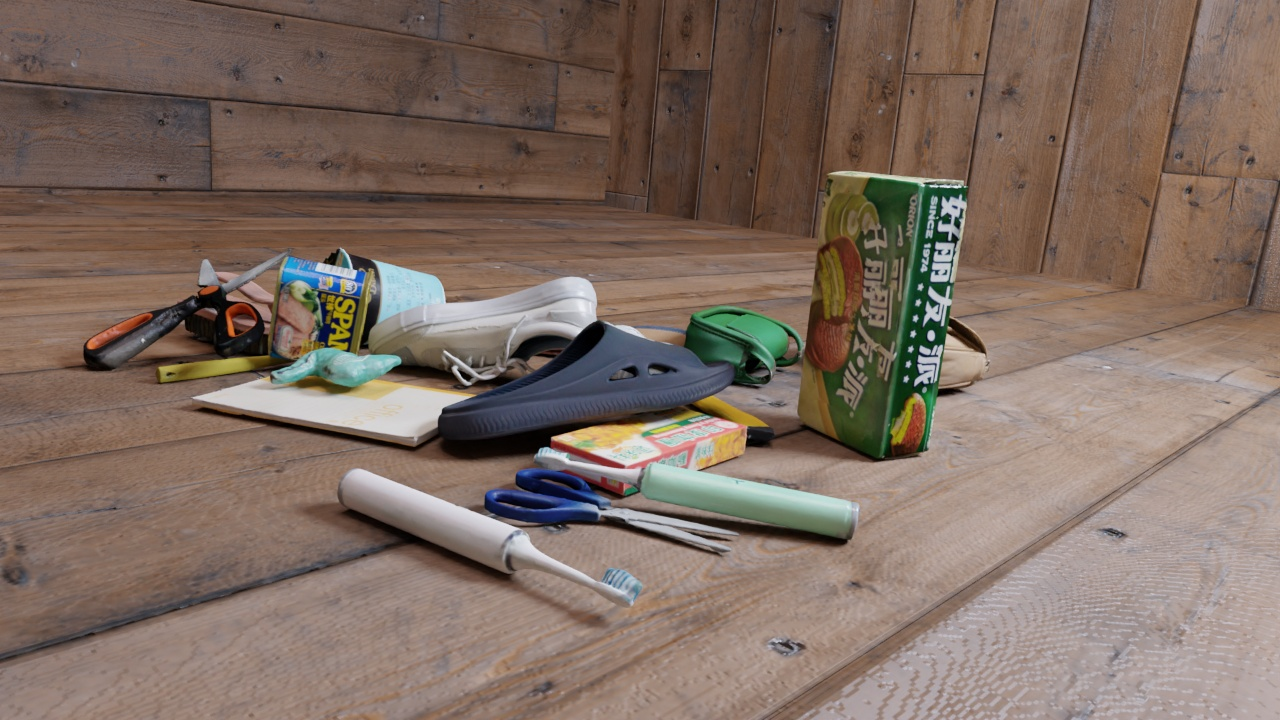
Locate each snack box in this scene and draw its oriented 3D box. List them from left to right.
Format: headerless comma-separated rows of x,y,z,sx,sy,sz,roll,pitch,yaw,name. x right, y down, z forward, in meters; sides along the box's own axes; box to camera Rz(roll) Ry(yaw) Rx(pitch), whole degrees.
0.009,0.068,0.728,0.077,0.027,0.155,15,16,38,snack box
0.210,-0.043,0.813,0.063,0.240,0.114,-4,17,-30,snack box

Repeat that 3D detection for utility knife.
0.080,0.050,0.859,0.033,0.015,0.154,6,11,-24,utility knife

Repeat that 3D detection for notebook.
-0.253,0.036,0.800,0.206,0.010,0.145,8,13,15,notebook

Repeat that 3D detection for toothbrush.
-0.374,0.001,0.895,0.017,0.016,0.189,10,13,39,toothbrush
-0.095,0.103,0.537,0.221,0.027,0.026,13,57,31,toothbrush
0.036,0.088,0.625,0.224,0.026,0.027,10,24,6,toothbrush

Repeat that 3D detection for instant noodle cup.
-0.289,-0.062,1.032,0.120,0.111,0.111,6,10,-39,instant noodle cup

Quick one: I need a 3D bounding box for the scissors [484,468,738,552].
-0.019,0.099,0.621,0.171,0.012,0.140,4,13,-13,scissors

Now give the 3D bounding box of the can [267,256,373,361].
-0.311,-0.044,0.892,0.083,0.102,0.057,11,24,-16,can

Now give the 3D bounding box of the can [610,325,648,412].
-0.005,0.005,0.923,0.058,0.058,0.146,1,14,-15,can

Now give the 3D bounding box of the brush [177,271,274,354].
-0.424,-0.051,0.975,0.146,0.073,0.063,16,16,32,brush

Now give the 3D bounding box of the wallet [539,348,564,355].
-0.104,-0.031,1.107,0.101,0.032,0.124,5,12,11,wallet

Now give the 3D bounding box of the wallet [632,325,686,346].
0.009,-0.015,1.080,0.090,0.033,0.115,7,14,18,wallet

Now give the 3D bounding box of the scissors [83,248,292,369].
-0.431,-0.050,0.901,0.220,0.022,0.234,-29,38,-25,scissors

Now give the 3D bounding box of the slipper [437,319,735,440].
-0.040,0.009,0.768,0.267,0.083,0.111,-10,3,-25,slipper

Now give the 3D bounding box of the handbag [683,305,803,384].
0.115,-0.014,1.055,0.120,0.068,0.131,20,17,24,handbag

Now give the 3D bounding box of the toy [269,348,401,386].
-0.281,0.008,0.831,0.092,0.030,0.096,8,19,35,toy

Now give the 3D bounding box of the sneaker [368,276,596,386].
-0.158,-0.013,0.932,0.242,0.090,0.089,-11,-19,9,sneaker

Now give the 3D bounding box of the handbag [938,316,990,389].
0.310,-0.029,1.098,0.147,0.100,0.204,4,16,-19,handbag
